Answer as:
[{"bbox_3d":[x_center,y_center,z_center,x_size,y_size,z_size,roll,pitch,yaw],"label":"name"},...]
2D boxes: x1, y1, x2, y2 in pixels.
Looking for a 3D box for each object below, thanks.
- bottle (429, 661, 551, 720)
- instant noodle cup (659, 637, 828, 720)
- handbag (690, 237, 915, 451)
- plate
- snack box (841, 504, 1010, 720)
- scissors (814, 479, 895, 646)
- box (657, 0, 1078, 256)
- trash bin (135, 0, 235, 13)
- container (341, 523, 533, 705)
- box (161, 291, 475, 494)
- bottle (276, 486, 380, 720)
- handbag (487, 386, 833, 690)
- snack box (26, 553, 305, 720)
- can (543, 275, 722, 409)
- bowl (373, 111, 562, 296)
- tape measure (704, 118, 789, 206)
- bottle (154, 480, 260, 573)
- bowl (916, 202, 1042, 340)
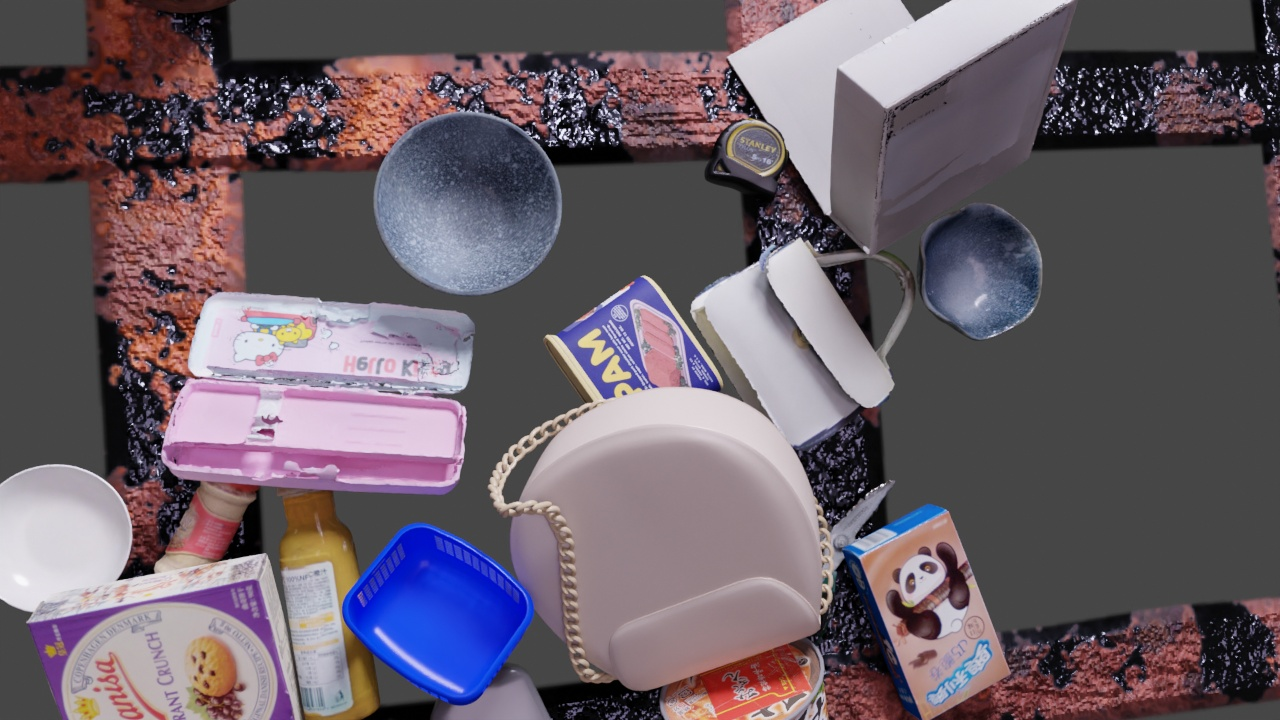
[{"bbox_3d":[-0.108,0.276,0.680,0.083,0.046,0.174,-25,82,-14],"label":"bottle"},{"bbox_3d":[0.091,0.288,0.684,0.123,0.123,0.122,-22,106,-10],"label":"instant noodle cup"},{"bbox_3d":[0.149,-0.031,0.731,0.176,0.074,0.151,-32,92,-10],"label":"handbag"},{"bbox_3d":[-0.416,0.126,0.657,0.104,0.026,0.104,1,87,-10],"label":"plate"},{"bbox_3d":[0.232,0.204,0.745,0.087,0.034,0.151,-24,96,-12],"label":"snack box"},{"bbox_3d":[0.117,0.149,0.747,0.202,0.015,0.201,43,81,-3],"label":"scissors"},{"bbox_3d":[0.163,-0.248,0.808,0.167,0.422,0.174,-31,126,-10],"label":"box"},{"bbox_3d":[-0.335,-0.345,0.602,0.151,0.210,0.151,1,86,-9],"label":"trash bin"},{"bbox_3d":[-0.140,0.182,0.647,0.114,0.058,0.096,32,62,10],"label":"container"},{"bbox_3d":[-0.227,0.023,0.671,0.201,0.038,0.152,5,54,-9],"label":"box"},{"bbox_3d":[-0.232,0.167,0.670,0.053,0.053,0.186,-10,88,-10],"label":"bottle"},{"bbox_3d":[0.019,0.130,0.647,0.211,0.103,0.208,-25,108,18],"label":"handbag"},{"bbox_3d":[-0.321,0.218,0.639,0.148,0.040,0.143,-10,108,-9],"label":"snack box"},{"bbox_3d":[-0.004,0.004,0.714,0.092,0.056,0.116,-36,93,-10],"label":"can"},{"bbox_3d":[-0.130,-0.114,0.699,0.137,0.057,0.137,0,87,-9],"label":"bowl"},{"bbox_3d":[0.089,-0.165,0.748,0.061,0.034,0.061,22,88,-2],"label":"tape measure"},{"bbox_3d":[-0.309,0.112,0.667,0.044,0.044,0.109,26,84,-7],"label":"bottle"},{"bbox_3d":[0.272,-0.071,0.762,0.110,0.055,0.110,1,87,-8],"label":"bowl"}]
